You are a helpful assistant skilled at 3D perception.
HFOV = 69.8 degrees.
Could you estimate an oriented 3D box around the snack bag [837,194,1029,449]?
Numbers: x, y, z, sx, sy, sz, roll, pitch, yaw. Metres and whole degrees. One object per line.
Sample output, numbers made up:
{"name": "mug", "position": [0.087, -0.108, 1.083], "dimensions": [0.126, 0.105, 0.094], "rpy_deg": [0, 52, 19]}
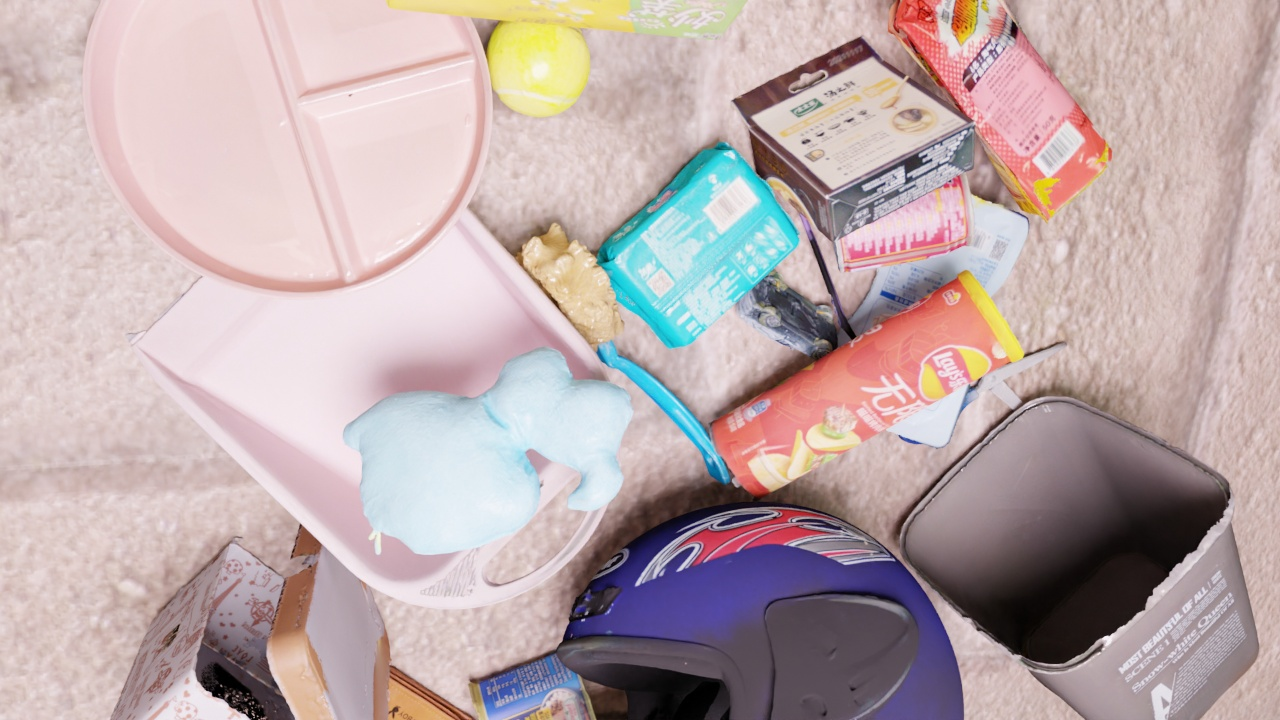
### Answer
{"name": "snack bag", "position": [0.218, -0.036, 0.708], "dimensions": [0.110, 0.039, 0.191], "rpy_deg": [19, 99, -6]}

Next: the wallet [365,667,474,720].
{"name": "wallet", "position": [-0.203, 0.302, 0.694], "dimensions": [0.132, 0.031, 0.108], "rpy_deg": [-46, 114, -1]}

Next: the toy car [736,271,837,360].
{"name": "toy car", "position": [0.111, -0.030, 0.684], "dimensions": [0.090, 0.042, 0.034], "rpy_deg": [28, 138, -25]}

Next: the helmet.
{"name": "helmet", "position": [0.059, 0.223, 0.632], "dimensions": [0.315, 0.248, 0.240], "rpy_deg": [-7, 69, -21]}

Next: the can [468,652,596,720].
{"name": "can", "position": [-0.078, 0.284, 0.711], "dimensions": [0.083, 0.057, 0.102], "rpy_deg": [-18, 109, -13]}

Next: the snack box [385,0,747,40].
{"name": "snack box", "position": [-0.041, -0.280, 0.524], "dimensions": [0.210, 0.070, 0.157], "rpy_deg": [0, 82, -16]}

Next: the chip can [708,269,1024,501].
{"name": "chip can", "position": [0.156, 0.021, 0.657], "dimensions": [0.217, 0.073, 0.073], "rpy_deg": [-33, 114, 19]}

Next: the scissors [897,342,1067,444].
{"name": "scissors", "position": [0.280, 0.015, 0.762], "dimensions": [0.162, 0.012, 0.175], "rpy_deg": [-43, 113, -2]}

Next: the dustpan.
{"name": "dustpan", "position": [-0.146, 0.014, 0.569], "dimensions": [0.222, 0.139, 0.273], "rpy_deg": [-47, 113, 1]}

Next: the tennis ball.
{"name": "tennis ball", "position": [-0.064, -0.186, 0.575], "dimensions": [0.065, 0.065, 0.065], "rpy_deg": [-4, 106, -15]}

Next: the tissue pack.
{"name": "tissue pack", "position": [0.039, -0.078, 0.644], "dimensions": [0.133, 0.050, 0.093], "rpy_deg": [-43, 114, -1]}

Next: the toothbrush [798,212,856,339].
{"name": "toothbrush", "position": [0.143, -0.047, 0.687], "dimensions": [0.017, 0.014, 0.189], "rpy_deg": [-21, 99, 21]}

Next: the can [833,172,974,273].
{"name": "can", "position": [0.183, -0.102, 0.654], "dimensions": [0.094, 0.066, 0.066], "rpy_deg": [-10, 110, 11]}

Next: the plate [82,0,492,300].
{"name": "plate", "position": [-0.203, -0.151, 0.543], "dimensions": [0.229, 0.028, 0.229], "rpy_deg": [-1, 96, -8]}

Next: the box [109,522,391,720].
{"name": "box", "position": [-0.214, 0.193, 0.578], "dimensions": [0.148, 0.181, 0.146], "rpy_deg": [-46, 113, 0]}

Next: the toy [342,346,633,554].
{"name": "toy", "position": [-0.093, 0.055, 0.532], "dimensions": [0.161, 0.050, 0.156], "rpy_deg": [30, 75, 17]}

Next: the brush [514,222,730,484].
{"name": "brush", "position": [-0.004, 0.004, 0.650], "dimensions": [0.045, 0.083, 0.254], "rpy_deg": [-46, 121, -11]}

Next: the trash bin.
{"name": "trash bin", "position": [0.368, 0.185, 0.742], "dimensions": [0.199, 0.198, 0.220], "rpy_deg": [-44, 120, -1]}

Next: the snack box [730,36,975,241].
{"name": "snack box", "position": [0.143, -0.154, 0.630], "dimensions": [0.113, 0.125, 0.053], "rpy_deg": [-27, 136, -7]}

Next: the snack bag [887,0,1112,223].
{"name": "snack bag", "position": [0.253, -0.204, 0.656], "dimensions": [0.208, 0.073, 0.128], "rpy_deg": [44, 60, -21]}
